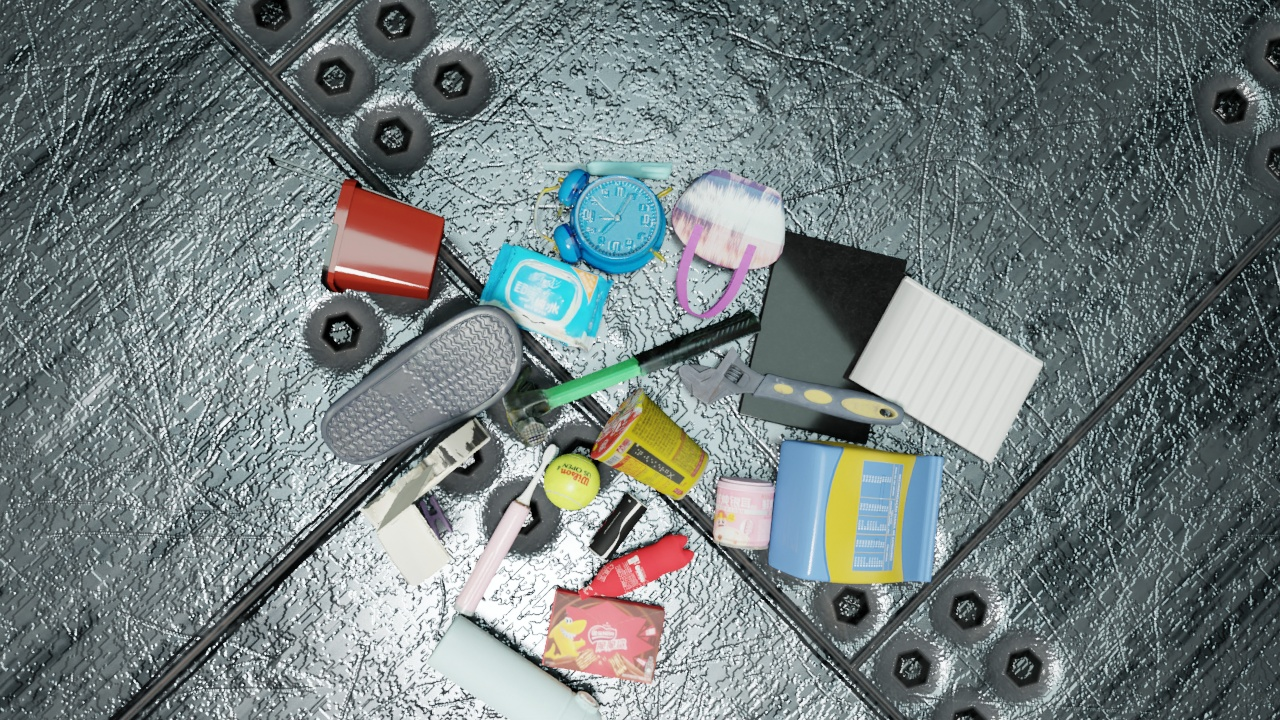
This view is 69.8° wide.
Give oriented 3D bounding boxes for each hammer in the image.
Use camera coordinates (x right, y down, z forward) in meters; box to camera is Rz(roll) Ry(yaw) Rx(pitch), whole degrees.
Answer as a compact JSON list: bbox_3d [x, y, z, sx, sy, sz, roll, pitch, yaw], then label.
[{"bbox_3d":[-0.006,0.006,1.066,0.318,0.130,0.032,-21,118,-14],"label":"hammer"}]

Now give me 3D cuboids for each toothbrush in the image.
[{"bbox_3d":[-0.154,0.197,1.080,0.027,0.026,0.222,28,86,26],"label":"toothbrush"}]

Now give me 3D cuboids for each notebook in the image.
[{"bbox_3d":[0.226,-0.027,1.117,0.169,0.019,0.231,13,87,-2],"label":"notebook"},{"bbox_3d":[0.374,0.012,1.117,0.209,0.009,0.142,30,85,-8],"label":"notebook"}]

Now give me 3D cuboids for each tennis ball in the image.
[{"bbox_3d":[-0.080,0.141,1.067,0.065,0.065,0.065,0,88,-4],"label":"tennis ball"}]

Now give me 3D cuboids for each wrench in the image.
[{"bbox_3d":[0.179,0.038,1.092,0.273,0.022,0.073,13,86,0],"label":"wrench"}]

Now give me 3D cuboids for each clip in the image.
[{"bbox_3d":[-0.240,0.185,1.083,0.036,0.013,0.052,-24,87,-6],"label":"clip"}]

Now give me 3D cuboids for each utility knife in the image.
[{"bbox_3d":[-0.040,-0.232,1.108,0.158,0.015,0.022,2,87,-6],"label":"utility knife"}]

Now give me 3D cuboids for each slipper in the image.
[{"bbox_3d":[-0.246,0.026,1.061,0.268,0.083,0.111,-32,108,12],"label":"slipper"}]

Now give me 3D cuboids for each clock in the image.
[{"bbox_3d":[-0.045,-0.165,1.083,0.161,0.060,0.116,4,88,-2],"label":"clock"}]

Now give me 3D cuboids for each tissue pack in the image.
[{"bbox_3d":[-0.113,-0.074,1.075,0.144,0.062,0.093,19,87,-3],"label":"tissue pack"}]

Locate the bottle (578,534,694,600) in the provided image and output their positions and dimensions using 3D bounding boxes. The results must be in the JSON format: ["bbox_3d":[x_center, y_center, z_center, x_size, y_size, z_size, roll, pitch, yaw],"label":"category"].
[{"bbox_3d":[-0.006,0.246,1.077,0.141,0.042,0.042,-23,89,-8],"label":"bottle"}]

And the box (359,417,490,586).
[{"bbox_3d":[-0.228,0.159,0.992,0.145,0.186,0.101,-38,107,24],"label":"box"}]

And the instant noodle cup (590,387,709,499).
[{"bbox_3d":[0.015,0.104,1.068,0.112,0.100,0.100,36,86,-12],"label":"instant noodle cup"}]

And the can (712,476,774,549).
[{"bbox_3d":[0.121,0.178,1.078,0.067,0.067,0.076,6,88,-4],"label":"can"}]

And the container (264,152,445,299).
[{"bbox_3d":[-0.326,-0.139,1.022,0.200,0.148,0.127,13,86,-12],"label":"container"}]

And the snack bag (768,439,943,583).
[{"bbox_3d":[0.265,0.180,1.079,0.205,0.102,0.159,8,87,-20],"label":"snack bag"}]

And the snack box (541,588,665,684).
[{"bbox_3d":[-0.043,0.326,1.085,0.133,0.021,0.089,11,87,-3],"label":"snack box"}]

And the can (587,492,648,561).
[{"bbox_3d":[-0.027,0.197,1.085,0.031,0.031,0.080,37,86,-2],"label":"can"}]

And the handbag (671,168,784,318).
[{"bbox_3d":[0.094,-0.134,1.096,0.144,0.068,0.170,20,93,-3],"label":"handbag"}]

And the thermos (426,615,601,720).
[{"bbox_3d":[-0.142,0.376,1.055,0.207,0.065,0.078,34,93,-2],"label":"thermos"}]
